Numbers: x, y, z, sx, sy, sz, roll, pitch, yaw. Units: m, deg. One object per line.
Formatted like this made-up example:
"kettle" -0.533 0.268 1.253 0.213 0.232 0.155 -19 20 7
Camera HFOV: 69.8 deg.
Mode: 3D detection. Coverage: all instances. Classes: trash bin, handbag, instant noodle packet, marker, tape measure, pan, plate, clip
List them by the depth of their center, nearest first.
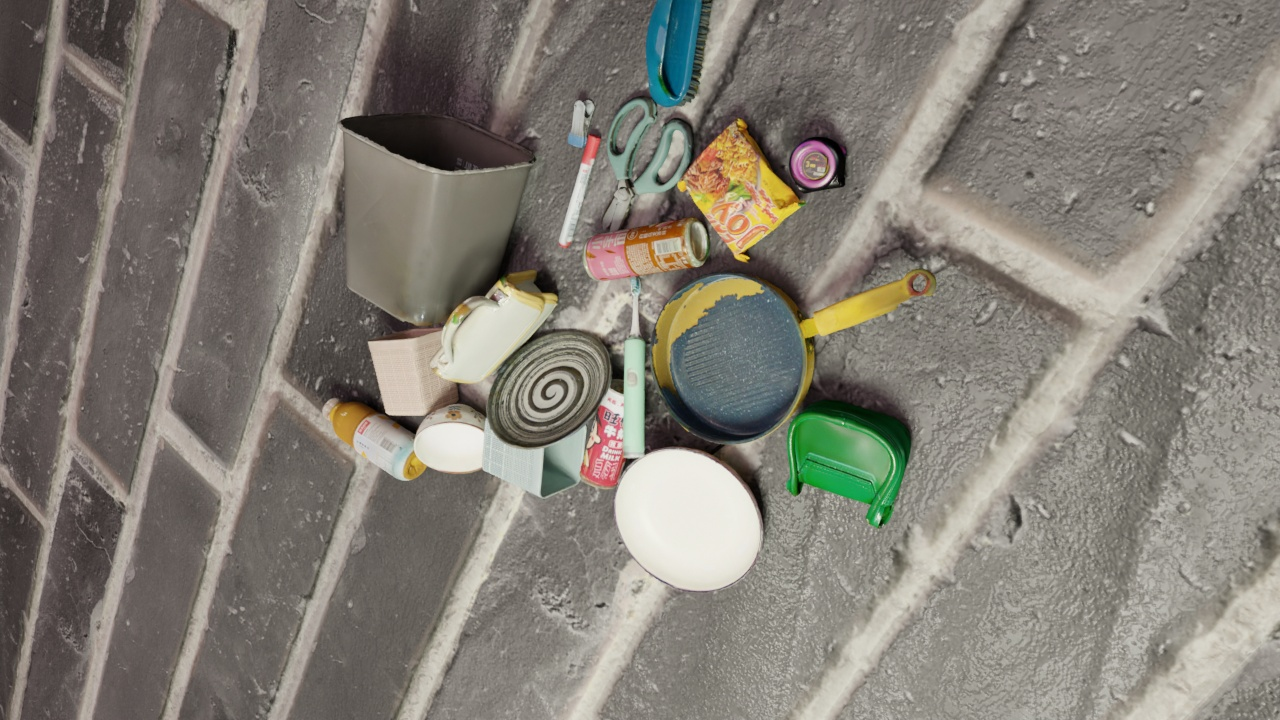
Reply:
"tape measure" 0.189 -0.208 0.973 0.057 0.039 0.058 -7 101 32
"pan" 0.157 -0.026 0.998 0.358 0.078 0.197 -21 84 32
"handbag" 0.223 0.110 0.999 0.131 0.067 0.120 16 109 28
"instant noodle packet" 0.110 -0.186 1.024 0.111 0.044 0.128 -42 78 35
"plate" 0.061 0.189 1.120 0.193 0.038 0.192 8 110 22
"clip" -0.073 -0.292 1.129 0.025 0.032 0.057 27 120 27
"marker" -0.077 -0.210 1.147 0.017 0.017 0.145 28 113 24
"handbag" -0.196 -0.037 1.153 0.063 0.178 0.164 47 109 9
"plate" -0.114 0.039 1.166 0.180 0.024 0.179 -14 52 18
"trash bin" -0.269 -0.183 1.178 0.199 0.198 0.220 29 121 26

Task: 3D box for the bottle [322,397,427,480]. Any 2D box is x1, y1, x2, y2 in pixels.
"bottle" -0.402 0.112 1.380 0.190 0.067 0.068 27 113 24

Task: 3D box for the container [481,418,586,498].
"container" -0.144 0.116 1.213 0.112 0.089 0.090 15 107 30

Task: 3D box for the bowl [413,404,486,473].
"bowl" -0.256 0.101 1.282 0.114 0.113 0.062 -41 35 31

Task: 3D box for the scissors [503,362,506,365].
"scissors" -0.179 0.008 1.257 0.133 0.012 0.172 -34 83 30

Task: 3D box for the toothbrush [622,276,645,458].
"toothbrush" -0.007 0.006 1.111 0.026 0.027 0.224 -2 79 13

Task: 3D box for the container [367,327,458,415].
"container" -0.317 0.016 1.300 0.090 0.089 0.111 -2 102 31

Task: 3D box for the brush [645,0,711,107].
"brush" 0.036 -0.355 1.016 0.055 0.073 0.144 19 109 32

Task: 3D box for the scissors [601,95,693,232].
"scissors" 0.004 -0.218 1.095 0.143 0.019 0.180 27 111 24

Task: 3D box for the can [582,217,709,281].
"can" 0.006 -0.131 1.089 0.148 0.057 0.058 -5 97 32

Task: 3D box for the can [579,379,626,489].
"can" -0.036 0.093 1.162 0.053 0.053 0.133 26 112 24

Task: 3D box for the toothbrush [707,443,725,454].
"toothbrush" 0.060 0.132 1.134 0.181 0.015 0.018 -43 71 29
